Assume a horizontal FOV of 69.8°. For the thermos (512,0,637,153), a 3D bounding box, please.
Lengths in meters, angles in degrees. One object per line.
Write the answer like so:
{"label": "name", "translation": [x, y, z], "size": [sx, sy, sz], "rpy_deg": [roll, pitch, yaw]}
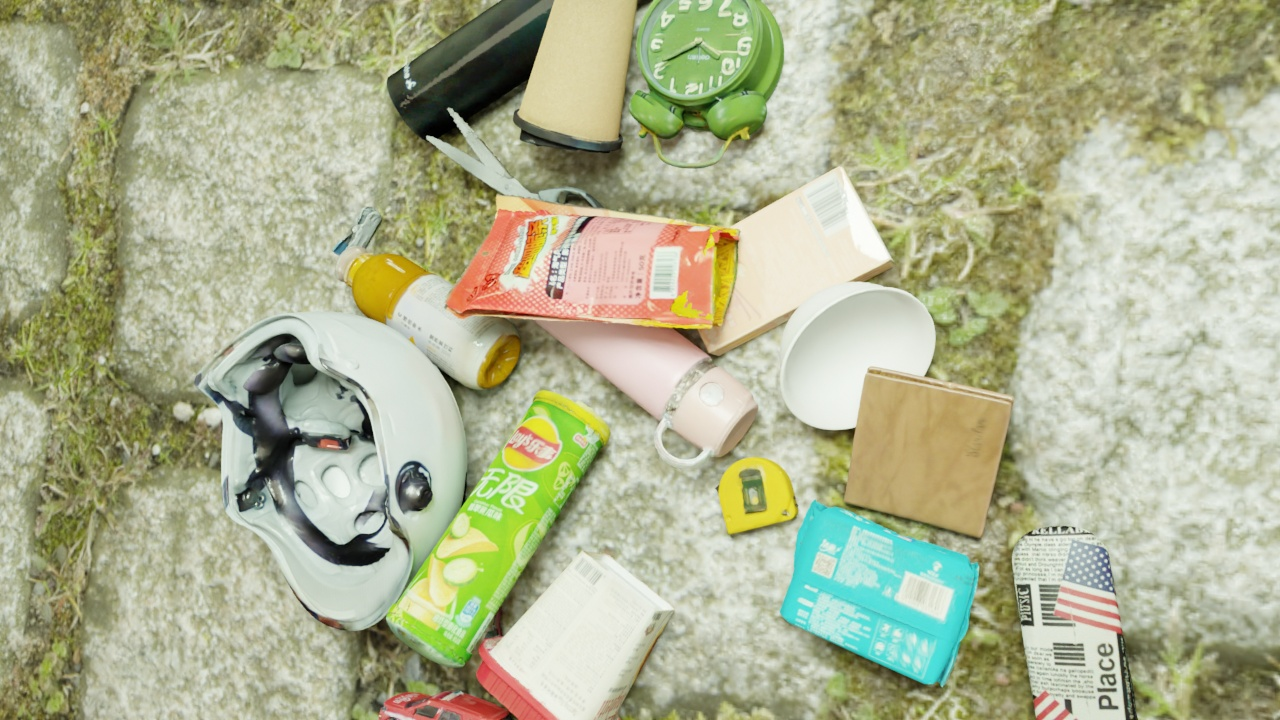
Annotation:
{"label": "thermos", "translation": [-0.048, -0.235, 0.740], "size": [0.093, 0.092, 0.143], "rpy_deg": [25, 115, 21]}

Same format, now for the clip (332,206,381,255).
{"label": "clip", "translation": [-0.266, -0.119, 0.871], "size": [0.038, 0.026, 0.058], "rpy_deg": [35, 95, 27]}

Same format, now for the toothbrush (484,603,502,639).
{"label": "toothbrush", "translation": [-0.122, 0.170, 0.795], "size": [0.016, 0.017, 0.187], "rpy_deg": [5, 88, 21]}

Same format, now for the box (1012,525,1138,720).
{"label": "box", "translation": [0.295, 0.194, 0.623], "size": [0.068, 0.051, 0.164], "rpy_deg": [-6, 85, 10]}

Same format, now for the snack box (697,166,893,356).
{"label": "snack box", "translation": [0.107, -0.076, 0.719], "size": [0.157, 0.026, 0.084], "rpy_deg": [-28, 77, 18]}

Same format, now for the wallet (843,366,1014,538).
{"label": "wallet", "translation": [0.202, 0.066, 0.652], "size": [0.101, 0.020, 0.115], "rpy_deg": [12, 119, 21]}

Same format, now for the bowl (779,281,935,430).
{"label": "bowl", "translation": [0.146, -0.015, 0.672], "size": [0.118, 0.118, 0.064], "rpy_deg": [-44, 34, 13]}

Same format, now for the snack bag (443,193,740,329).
{"label": "snack bag", "translation": [-0.035, -0.073, 0.702], "size": [0.208, 0.073, 0.128], "rpy_deg": [6, 53, 15]}

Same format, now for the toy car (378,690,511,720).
{"label": "toy car", "translation": [-0.165, 0.308, 0.785], "size": [0.121, 0.053, 0.045], "rpy_deg": [6, 87, 19]}

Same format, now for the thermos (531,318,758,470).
{"label": "thermos", "translation": [-0.004, 0.004, 0.731], "size": [0.198, 0.067, 0.087], "rpy_deg": [40, 73, 19]}

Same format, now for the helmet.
{"label": "helmet", "translation": [-0.235, 0.077, 0.773], "size": [0.230, 0.145, 0.258], "rpy_deg": [-12, 100, 37]}

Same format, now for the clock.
{"label": "clock", "translation": [0.050, -0.233, 0.737], "size": [0.116, 0.056, 0.161], "rpy_deg": [7, 89, 23]}

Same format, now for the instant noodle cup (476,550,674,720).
{"label": "instant noodle cup", "translation": [-0.044, 0.222, 0.717], "size": [0.117, 0.116, 0.124], "rpy_deg": [35, 88, 19]}

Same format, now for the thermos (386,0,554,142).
{"label": "thermos", "translation": [-0.106, -0.288, 0.805], "size": [0.243, 0.068, 0.089], "rpy_deg": [-28, 46, 15]}

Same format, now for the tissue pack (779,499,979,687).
{"label": "tissue pack", "translation": [0.170, 0.166, 0.664], "size": [0.133, 0.050, 0.093], "rpy_deg": [19, 95, 22]}

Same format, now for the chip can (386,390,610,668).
{"label": "chip can", "translation": [-0.109, 0.129, 0.717], "size": [0.072, 0.073, 0.220], "rpy_deg": [24, 67, 21]}

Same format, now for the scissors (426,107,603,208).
{"label": "scissors", "translation": [-0.106, -0.148, 0.795], "size": [0.163, 0.014, 0.165], "rpy_deg": [-6, 95, 12]}

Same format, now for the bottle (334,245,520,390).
{"label": "bottle", "translation": [-0.193, -0.044, 0.812], "size": [0.189, 0.068, 0.068], "rpy_deg": [32, 97, 20]}

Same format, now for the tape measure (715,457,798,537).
{"label": "tape measure", "translation": [0.089, 0.104, 0.712], "size": [0.060, 0.029, 0.057], "rpy_deg": [-17, 79, 19]}
